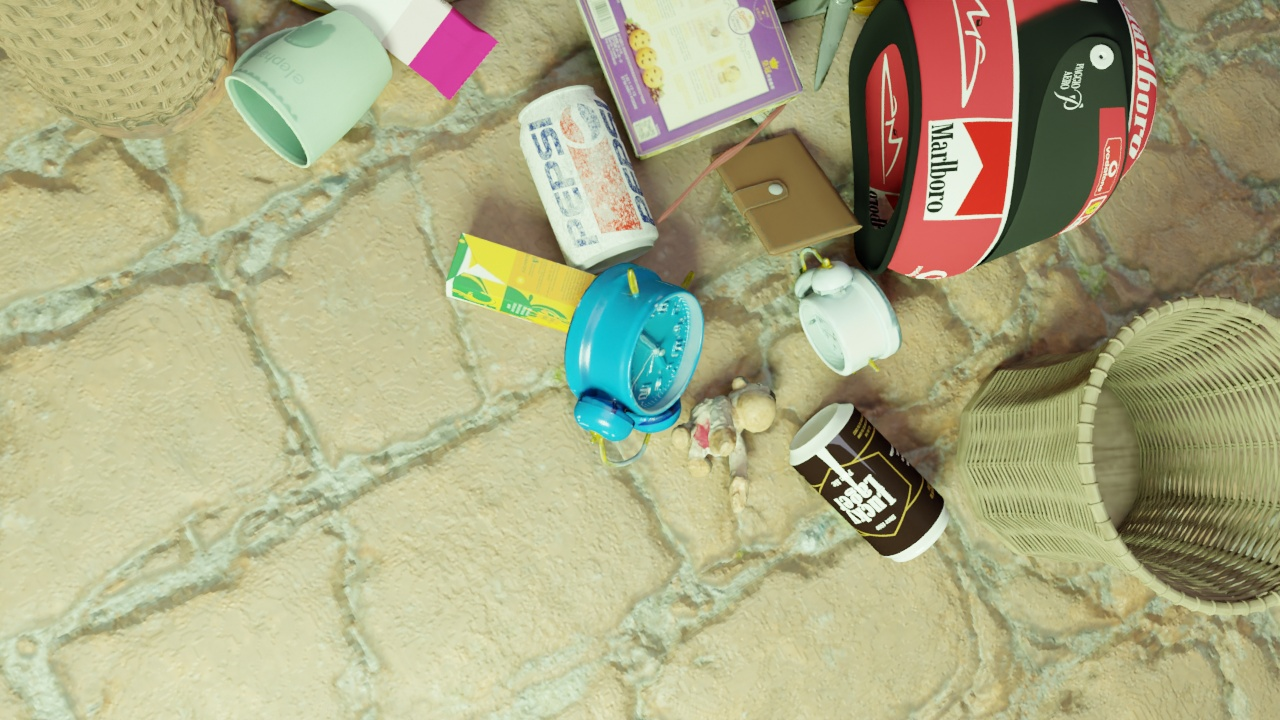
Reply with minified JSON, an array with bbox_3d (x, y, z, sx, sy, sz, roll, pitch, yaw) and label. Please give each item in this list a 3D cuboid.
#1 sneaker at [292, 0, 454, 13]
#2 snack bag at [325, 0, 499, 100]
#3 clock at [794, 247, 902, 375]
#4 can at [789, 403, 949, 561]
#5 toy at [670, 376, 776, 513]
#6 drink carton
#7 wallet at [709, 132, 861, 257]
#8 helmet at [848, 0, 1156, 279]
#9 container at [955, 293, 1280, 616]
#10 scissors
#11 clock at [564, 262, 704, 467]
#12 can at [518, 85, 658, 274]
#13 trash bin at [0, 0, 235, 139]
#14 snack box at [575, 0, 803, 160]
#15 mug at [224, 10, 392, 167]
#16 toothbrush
[{"bbox_3d":[-0.173,-0.343,0.715,0.238,0.122,0.086,-18,85,-14],"label":"sneaker"},{"bbox_3d":[-0.208,-0.287,0.707,0.196,0.070,0.016,35,34,-25],"label":"snack bag"},{"bbox_3d":[0.169,-0.044,0.771,0.057,0.083,0.117,-29,91,-7],"label":"clock"},{"bbox_3d":[0.188,0.100,0.762,0.128,0.072,0.071,45,77,-4],"label":"can"},{"bbox_3d":[0.079,0.059,0.752,0.105,0.074,0.085,-49,128,-33],"label":"toy"},{"bbox_3d":[-0.089,-0.057,0.730,0.122,0.058,0.041,18,80,-9],"label":"drink carton"},{"bbox_3d":[0.122,-0.144,0.781,0.087,0.013,0.121,-18,59,-13],"label":"wallet"},{"bbox_3d":[0.298,-0.201,0.755,0.224,0.198,0.270,0,83,-4],"label":"helmet"},{"bbox_3d":[0.392,0.076,0.742,0.226,0.196,0.226,1,83,-12],"label":"container"},{"bbox_3d":[0.192,-0.354,0.845,0.225,0.016,0.226,-16,86,-13],"label":"scissors"},{"bbox_3d":[-0.004,0.004,0.715,0.060,0.116,0.161,18,106,31],"label":"clock"},{"bbox_3d":[-0.043,-0.144,0.740,0.078,0.078,0.136,-21,88,-13],"label":"can"},{"bbox_3d":[-0.374,-0.257,0.618,0.151,0.210,0.151,2,82,-12],"label":"trash bin"},{"bbox_3d":[0.040,-0.259,0.753,0.148,0.040,0.143,-21,96,2],"label":"snack box"},{"bbox_3d":[-0.261,-0.220,0.710,0.111,0.084,0.103,30,66,22],"label":"mug"},{"bbox_3d":[0.068,-0.172,0.779,0.015,0.015,0.184,43,63,1],"label":"toothbrush"}]
